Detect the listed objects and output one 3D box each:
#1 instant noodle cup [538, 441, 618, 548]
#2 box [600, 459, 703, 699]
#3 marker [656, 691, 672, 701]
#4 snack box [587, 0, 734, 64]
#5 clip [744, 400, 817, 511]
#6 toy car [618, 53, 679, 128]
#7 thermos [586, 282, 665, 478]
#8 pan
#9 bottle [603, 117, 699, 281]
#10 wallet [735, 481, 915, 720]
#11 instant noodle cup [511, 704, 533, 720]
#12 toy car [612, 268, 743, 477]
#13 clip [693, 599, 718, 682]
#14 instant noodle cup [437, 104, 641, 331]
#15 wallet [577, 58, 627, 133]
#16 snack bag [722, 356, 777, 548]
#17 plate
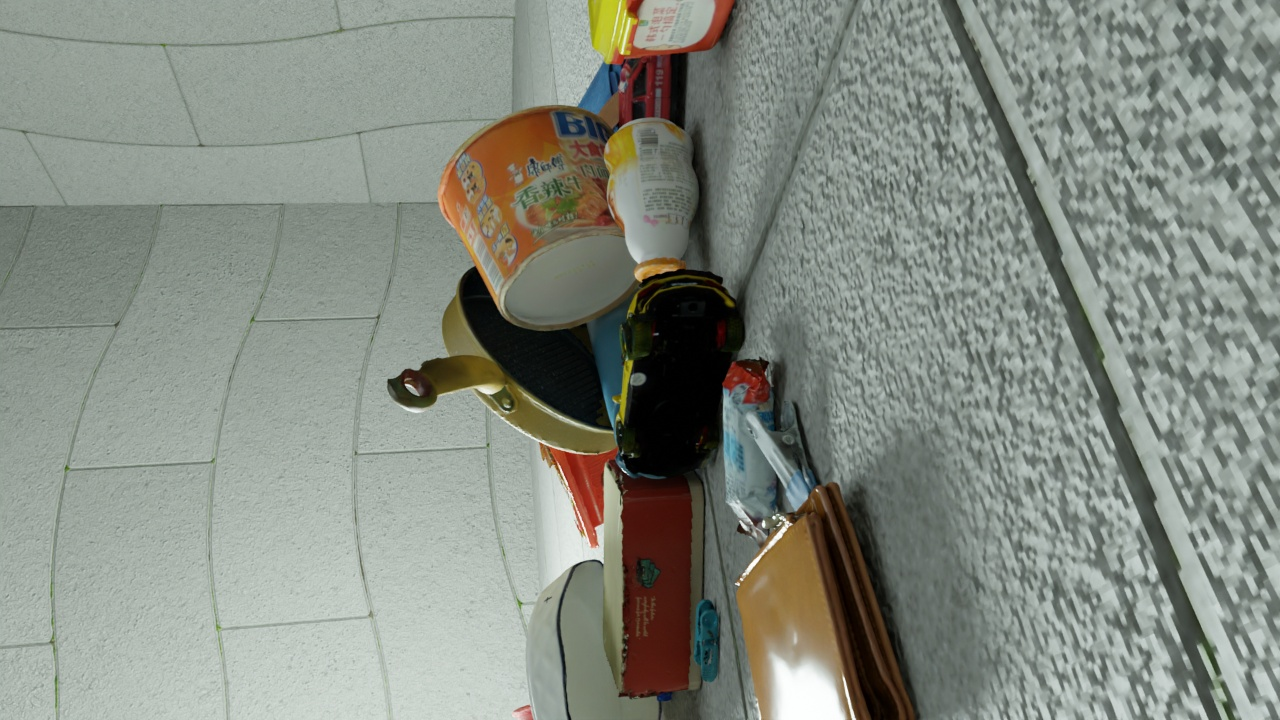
[{"bbox_3d":[-0.060,0.073,0.906,0.189,0.079,0.164,75,174,-48],"label":"instant noodle cup"},{"bbox_3d":[-0.001,0.162,0.698,0.091,0.078,0.168,-132,42,-73],"label":"box"},{"bbox_3d":[0.016,0.219,0.795,0.017,0.017,0.145,135,132,-76],"label":"marker"},{"bbox_3d":[0.013,-0.222,0.533,0.091,0.080,0.082,121,147,-71],"label":"snack box"},{"bbox_3d":[0.073,0.046,0.449,0.024,0.028,0.056,98,157,-54],"label":"clip"},{"bbox_3d":[0.008,-0.200,0.673,0.053,0.045,0.121,-118,30,-65],"label":"toy car"},{"bbox_3d":[-0.004,0.004,0.718,0.220,0.070,0.070,-106,17,-55],"label":"thermos"},{"bbox_3d":[-0.096,0.002,0.706,0.078,0.197,0.356,-50,-7,24],"label":"pan"},{"bbox_3d":[0.009,-0.108,0.626,0.063,0.063,0.108,117,149,-70],"label":"bottle"},{"bbox_3d":[0.074,0.125,0.412,0.132,0.031,0.107,107,156,-59],"label":"wallet"},{"bbox_3d":[-0.053,0.389,0.912,0.138,0.137,0.108,109,150,-64],"label":"instant noodle cup"},{"bbox_3d":[0.019,0.014,0.577,0.041,0.071,0.156,-106,16,-48],"label":"toy car"},{"bbox_3d":[0.045,0.192,0.634,0.041,0.014,0.056,-124,34,-70],"label":"clip"},{"bbox_3d":[-0.067,-0.100,0.702,0.152,0.151,0.111,104,146,-58],"label":"instant noodle cup"},{"bbox_3d":[-0.026,-0.192,0.804,0.107,0.040,0.133,-42,51,52],"label":"wallet"},{"bbox_3d":[0.058,0.048,0.492,0.045,0.026,0.105,-163,70,-70],"label":"snack bag"},{"bbox_3d":[-0.037,0.271,0.760,0.204,0.046,0.205,-18,-90,-75],"label":"plate"}]
